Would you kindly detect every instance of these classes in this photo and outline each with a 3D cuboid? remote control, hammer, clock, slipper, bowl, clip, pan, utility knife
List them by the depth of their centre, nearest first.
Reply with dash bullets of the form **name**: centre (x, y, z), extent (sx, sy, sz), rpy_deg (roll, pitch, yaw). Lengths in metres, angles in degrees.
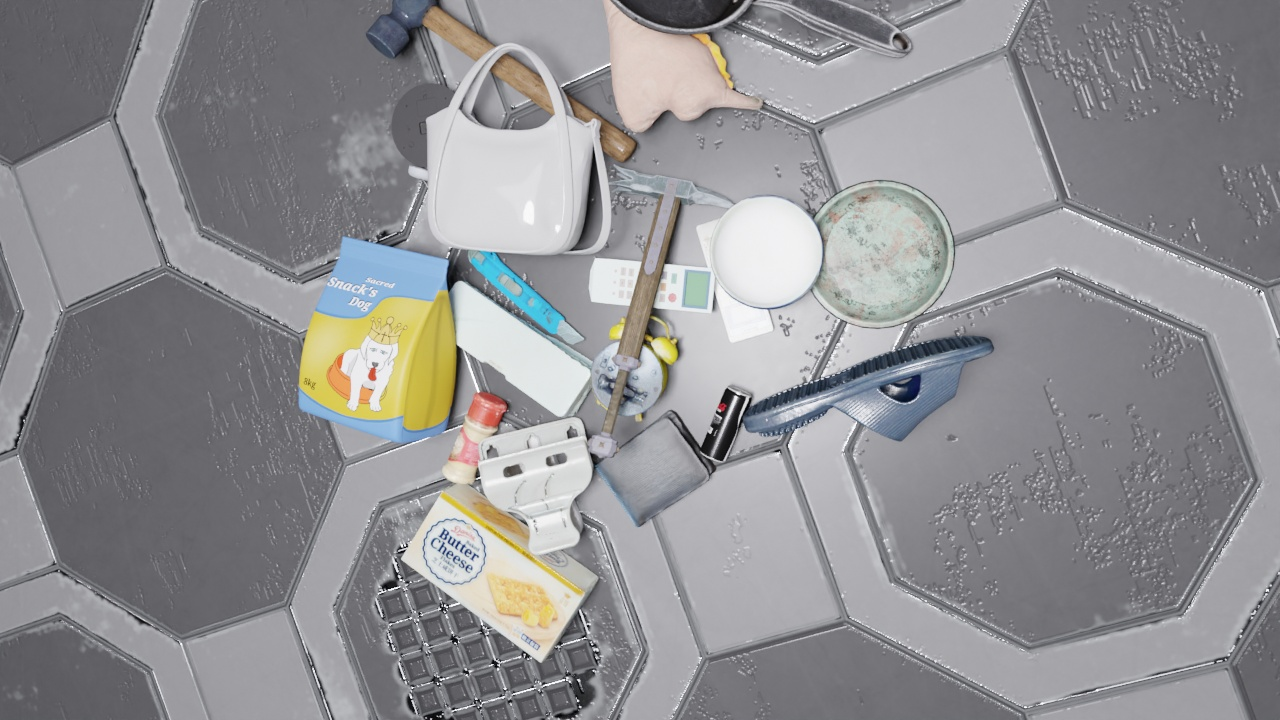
- **pan**: centre (0.111, -0.385, 0.949), extent (0.357, 0.055, 0.187), rpy_deg (22, 74, -7)
- **slipper**: centre (0.239, 0.046, 0.953), extent (0.264, 0.101, 0.082), rpy_deg (-20, 97, 19)
- **bowl**: centre (0.249, -0.111, 0.962), extent (0.157, 0.038, 0.157), rpy_deg (1, 95, 13)
- **bowl**: centre (0.128, -0.111, 0.968), extent (0.118, 0.062, 0.118), rpy_deg (0, 90, -2)
- **hammer**: centre (0.003, -0.048, 0.982), extent (0.147, 0.028, 0.316), rpy_deg (13, 80, 10)
- **remote control**: centre (0.104, -0.090, 1.010), extent (0.050, 0.011, 0.136), rpy_deg (-16, 91, 13)
- **clock**: centre (-0.006, 0.006, 1.019), extent (0.083, 0.057, 0.119), rpy_deg (23, 99, 11)
- **clip**: centre (-0.111, 0.142, 1.022), extent (0.126, 0.097, 0.152), rpy_deg (-14, 70, -2)
- **remote control**: centre (0.013, -0.084, 1.024), extent (0.143, 0.024, 0.049), rpy_deg (6, 96, 14)
- **hammer**: centre (-0.141, -0.322, 1.028), extent (0.322, 0.040, 0.129), rpy_deg (35, 80, 4)
- **clock**: centre (-0.235, -0.257, 1.062), extent (0.095, 0.035, 0.122), rpy_deg (-7, 94, 13)
- **utility knife**: centre (-0.136, -0.077, 1.065), extent (0.178, 0.015, 0.031), rpy_deg (40, 106, 6)
- **remote control**: centre (-0.107, 0.149, 1.076), extent (0.043, 0.013, 0.136), rpy_deg (-23, 89, 13)

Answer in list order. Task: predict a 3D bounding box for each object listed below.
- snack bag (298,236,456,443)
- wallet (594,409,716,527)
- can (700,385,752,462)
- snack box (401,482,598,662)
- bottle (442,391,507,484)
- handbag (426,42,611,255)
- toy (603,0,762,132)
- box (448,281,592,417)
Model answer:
- **snack bag**: centre (-0.292, -0.026, 1.041), extent (0.159, 0.102, 0.205), rpy_deg (14, 101, 24)
- **wallet**: centre (0.016, 0.124, 1.040), extent (0.115, 0.026, 0.089), rpy_deg (-37, 87, 13)
- **can**: centre (0.095, 0.070, 1.014), extent (0.031, 0.031, 0.080), rpy_deg (23, 99, 10)
- **snack box**: centre (-0.164, 0.243, 1.073), extent (0.208, 0.057, 0.104), rpy_deg (34, 101, 8)
- **bottle**: centre (-0.195, 0.092, 1.076), extent (0.044, 0.044, 0.109), rpy_deg (27, 100, 9)
- **handbag**: centre (-0.129, -0.228, 0.999), extent (0.216, 0.095, 0.223), rpy_deg (6, 101, 10)
- **toy**: centre (0.023, -0.380, 0.988), extent (0.196, 0.065, 0.264), rpy_deg (-5, 86, 2)
- **box**: centre (-0.145, -0.015, 1.055), extent (0.199, 0.066, 0.083), rpy_deg (33, 116, 11)
